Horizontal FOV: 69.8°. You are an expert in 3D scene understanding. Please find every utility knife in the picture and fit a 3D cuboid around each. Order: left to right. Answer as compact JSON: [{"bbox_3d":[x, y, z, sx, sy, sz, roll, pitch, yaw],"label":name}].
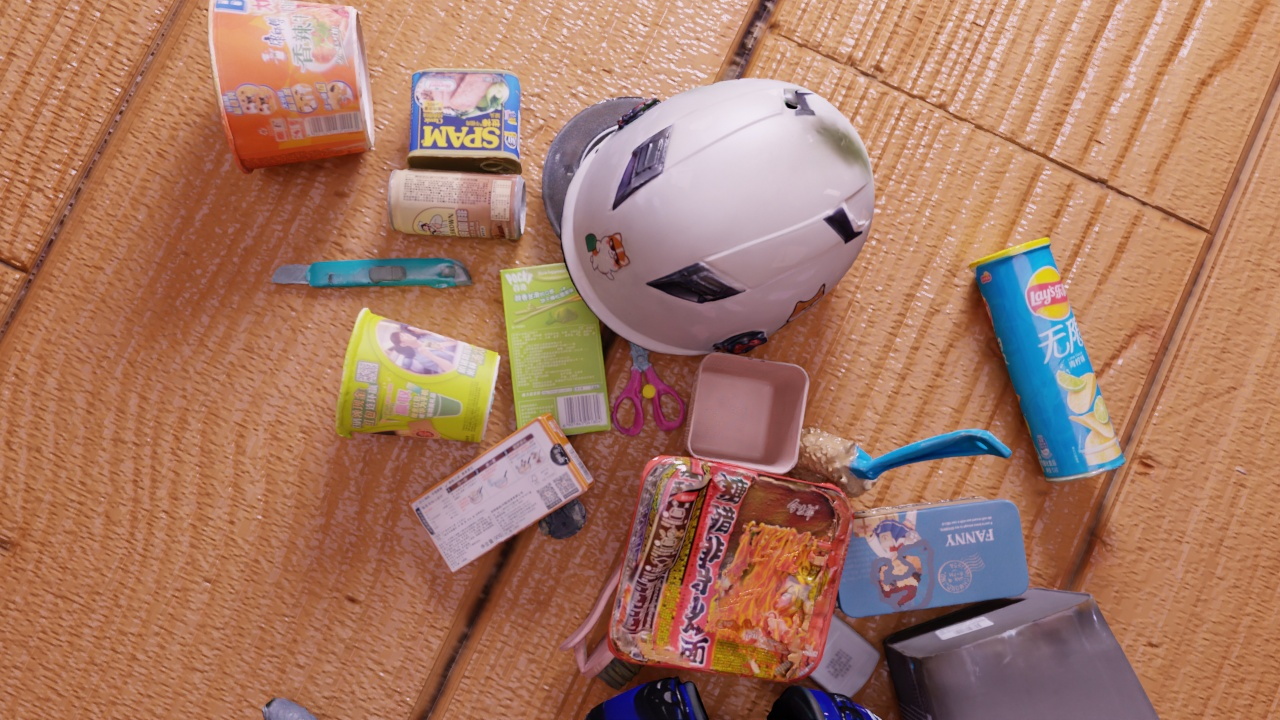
[{"bbox_3d":[-0.245,-0.079,0.838,0.182,0.013,0.029,-2,84,-2],"label":"utility knife"}]

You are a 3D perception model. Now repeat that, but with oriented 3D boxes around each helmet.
[{"bbox_3d":[0.084,-0.130,0.750,0.273,0.157,0.230,-22,88,-27],"label":"helmet"},{"bbox_3d":[0.115,0.368,0.689,0.240,0.247,0.315,-20,99,-4],"label":"helmet"}]

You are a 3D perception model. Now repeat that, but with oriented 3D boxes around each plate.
[{"bbox_3d":[-0.001,-0.160,0.835,0.179,0.024,0.179,2,80,-9],"label":"plate"}]

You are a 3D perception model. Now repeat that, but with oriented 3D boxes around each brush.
[{"bbox_3d":[-0.003,0.217,0.800,0.073,0.063,0.145,42,87,-3],"label":"brush"},{"bbox_3d":[0.196,0.077,0.731,0.083,0.255,0.045,40,68,-10],"label":"brush"}]

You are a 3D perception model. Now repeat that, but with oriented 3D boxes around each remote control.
[{"bbox_3d":[0.142,0.238,0.823,0.150,0.021,0.058,40,85,2],"label":"remote control"}]

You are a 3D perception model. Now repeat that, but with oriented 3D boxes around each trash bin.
[{"bbox_3d":[0.316,0.317,0.746,0.198,0.199,0.219,-19,80,-4],"label":"trash bin"}]

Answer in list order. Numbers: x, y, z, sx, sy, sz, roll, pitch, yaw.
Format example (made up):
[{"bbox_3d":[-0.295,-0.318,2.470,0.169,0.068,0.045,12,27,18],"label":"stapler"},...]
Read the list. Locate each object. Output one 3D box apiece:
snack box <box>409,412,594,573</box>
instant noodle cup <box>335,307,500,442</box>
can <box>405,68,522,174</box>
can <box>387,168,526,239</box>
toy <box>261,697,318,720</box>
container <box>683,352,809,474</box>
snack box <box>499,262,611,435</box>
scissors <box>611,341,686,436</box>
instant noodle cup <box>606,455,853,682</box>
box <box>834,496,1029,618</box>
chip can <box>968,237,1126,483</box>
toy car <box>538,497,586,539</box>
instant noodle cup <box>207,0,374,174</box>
[{"bbox_3d":[-0.122,0.116,0.796,0.154,0.026,0.075,-33,88,16],"label":"snack box"},{"bbox_3d":[-0.187,0.022,0.791,0.123,0.112,0.111,12,85,-9],"label":"instant noodle cup"},{"bbox_3d":[-0.158,-0.214,0.831,0.102,0.057,0.083,0,83,-3],"label":"can"},{"bbox_3d":[-0.163,-0.140,0.823,0.116,0.058,0.058,3,85,-2],"label":"can"},{"bbox_3d":[-0.203,0.428,0.770,0.138,0.091,0.356,-34,86,23],"label":"toy"},{"bbox_3d":[0.085,0.047,0.791,0.090,0.111,0.090,9,85,-1],"label":"container"},{"bbox_3d":[-0.077,-0.009,0.832,0.086,0.026,0.156,-7,86,-4],"label":"snack box"},{"bbox_3d":[-0.008,0.004,0.842,0.073,0.017,0.137,-18,82,6],"label":"scissors"},{"bbox_3d":[0.068,0.162,0.735,0.188,0.079,0.164,14,91,-16],"label":"instant noodle cup"},{"bbox_3d":[0.253,0.172,0.814,0.184,0.061,0.089,-9,87,-1],"label":"box"},{"bbox_3d":[0.364,0.000,0.825,0.071,0.071,0.210,-17,87,-4],"label":"chip can"},{"bbox_3d":[-0.080,0.114,0.816,0.043,0.034,0.090,-27,88,12],"label":"toy car"},{"bbox_3d":[-0.293,-0.239,0.789,0.111,0.151,0.151,-6,86,-11],"label":"instant noodle cup"}]
